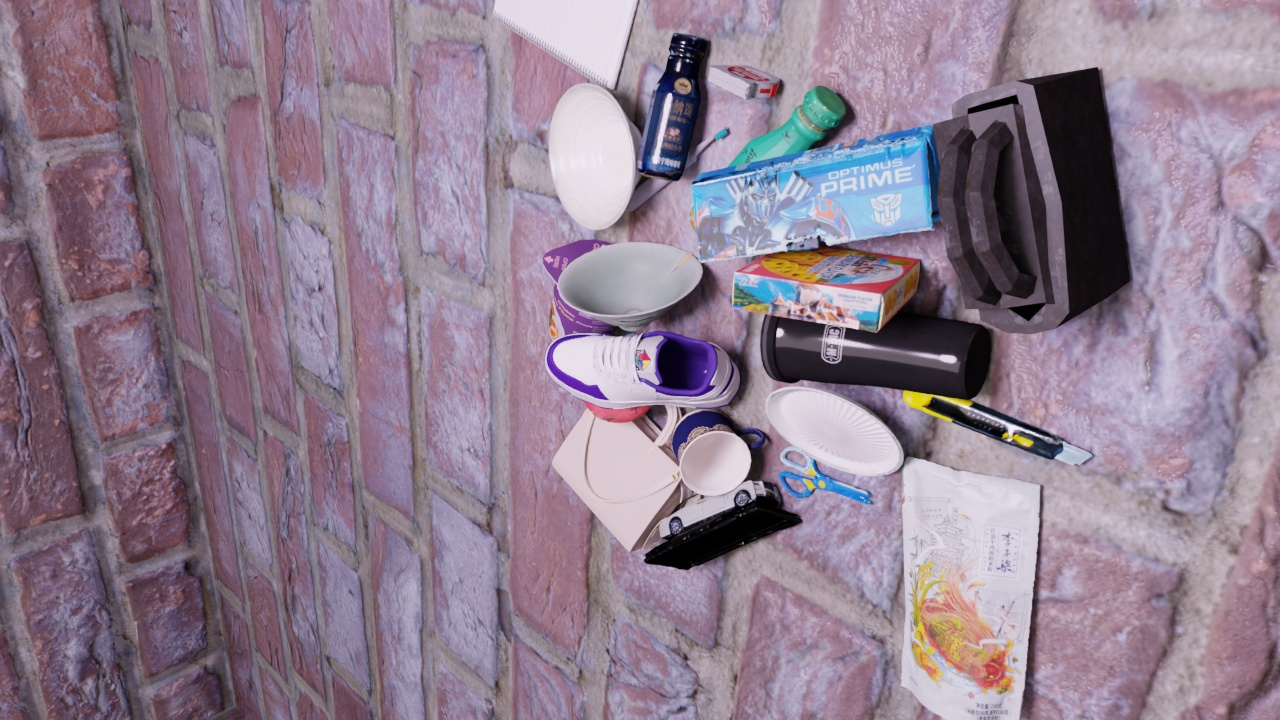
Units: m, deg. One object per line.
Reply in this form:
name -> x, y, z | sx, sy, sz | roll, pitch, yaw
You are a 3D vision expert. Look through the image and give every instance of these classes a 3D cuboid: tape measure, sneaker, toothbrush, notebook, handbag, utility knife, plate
tape measure -> 0.111, -0.292, 0.968 | 0.060, 0.062, 0.020 | 39, 130, 36
sneaker -> -0.006, 0.007, 1.089 | 0.244, 0.111, 0.091 | 5, 78, 11
toothbrush -> 0.040, -0.229, 1.097 | 0.188, 0.018, 0.019 | -30, 74, 47
notebook -> -0.093, -0.470, 1.148 | 0.245, 0.013, 0.178 | 40, 128, 29
handbag -> -0.004, 0.124, 1.236 | 0.194, 0.101, 0.198 | 44, 120, 25
handbag -> 0.297, -0.120, 0.740 | 0.102, 0.198, 0.197 | -4, 101, 47
utility knife -> 0.344, 0.062, 0.896 | 0.188, 0.020, 0.029 | 24, 123, 37
plate -> 0.209, 0.075, 0.989 | 0.157, 0.014, 0.157 | 26, 154, 13

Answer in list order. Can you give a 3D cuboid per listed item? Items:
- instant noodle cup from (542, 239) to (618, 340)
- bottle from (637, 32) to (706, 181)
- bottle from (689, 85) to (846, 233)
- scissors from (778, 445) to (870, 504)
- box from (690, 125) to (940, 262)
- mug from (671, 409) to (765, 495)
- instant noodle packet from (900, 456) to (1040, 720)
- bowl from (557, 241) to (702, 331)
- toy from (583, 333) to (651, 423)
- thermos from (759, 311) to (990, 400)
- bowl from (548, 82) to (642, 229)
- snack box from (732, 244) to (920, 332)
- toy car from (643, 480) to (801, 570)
instant noodle cup -> -0.076, -0.075, 1.208 | 0.122, 0.137, 0.121 | 117, 165, -50
bottle -> 0.038, -0.285, 1.038 | 0.056, 0.056, 0.161 | 25, 109, 38
bottle -> 0.134, -0.203, 0.973 | 0.068, 0.067, 0.210 | 58, 137, 13
scissors -> 0.213, 0.146, 1.068 | 0.131, 0.022, 0.070 | 21, 118, 36
box -> 0.165, -0.150, 0.892 | 0.244, 0.085, 0.092 | -5, 126, 32
mug -> 0.094, 0.102, 1.125 | 0.089, 0.112, 0.086 | -112, 3, -66
instant noodle packet -> 0.333, 0.243, 0.954 | 0.147, 0.057, 0.269 | 8, 106, 43
bowl -> -0.009, -0.074, 1.102 | 0.174, 0.173, 0.068 | 26, 135, 37
toy -> -0.019, 0.022, 1.185 | 0.092, 0.132, 0.062 | 18, 157, 10
thermos -> 0.232, -0.015, 0.928 | 0.219, 0.105, 0.106 | 11, 113, 38
bowl -> -0.042, -0.253, 1.136 | 0.177, 0.057, 0.177 | 23, 120, 47
snack box -> 0.183, -0.075, 0.895 | 0.145, 0.142, 0.040 | 11, 113, 27
toy car -> 0.095, 0.198, 1.149 | 0.192, 0.094, 0.071 | -32, 55, 36
